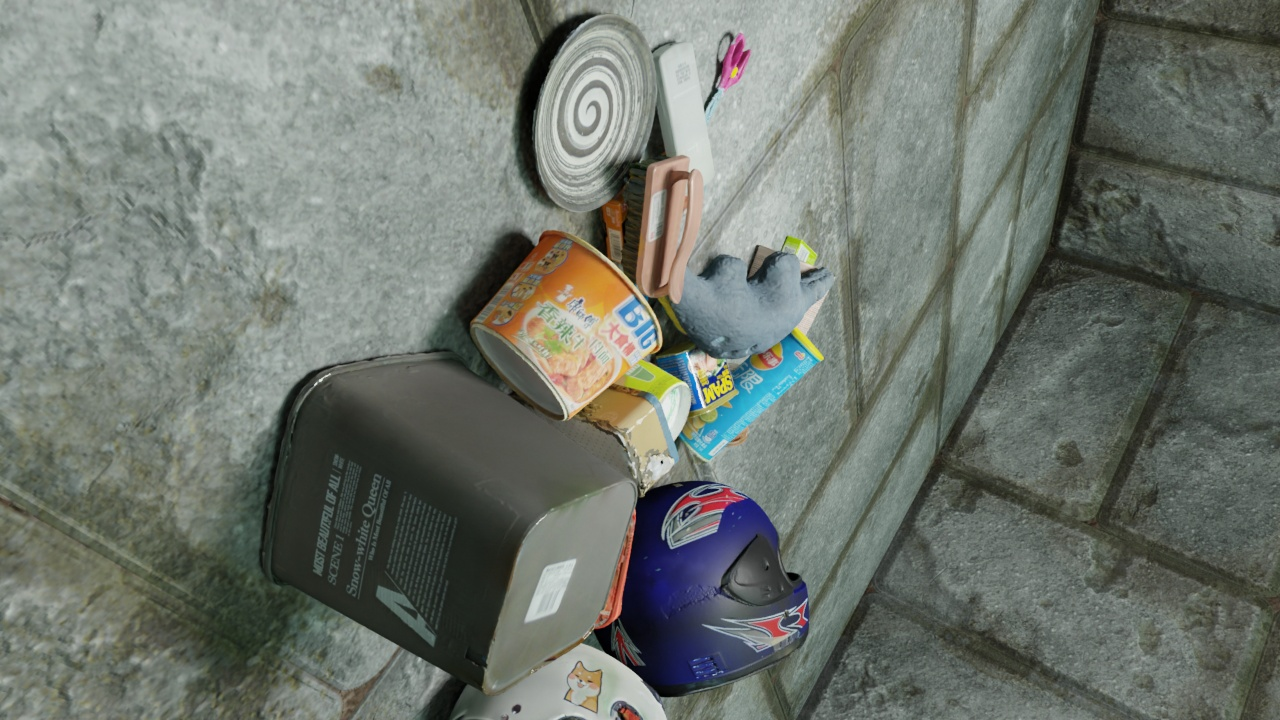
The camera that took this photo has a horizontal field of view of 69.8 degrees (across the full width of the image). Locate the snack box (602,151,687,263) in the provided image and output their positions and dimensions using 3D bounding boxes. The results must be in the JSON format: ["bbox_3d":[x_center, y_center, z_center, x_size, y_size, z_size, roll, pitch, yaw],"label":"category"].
[{"bbox_3d":[0.016,-0.172,0.978,0.153,0.026,0.075,-43,144,-37],"label":"snack box"}]

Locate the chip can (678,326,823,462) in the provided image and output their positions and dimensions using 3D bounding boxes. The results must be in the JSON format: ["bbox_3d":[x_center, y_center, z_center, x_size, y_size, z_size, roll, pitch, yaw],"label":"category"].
[{"bbox_3d":[0.142,0.042,1.224,0.210,0.071,0.071,-44,155,12],"label":"chip can"}]

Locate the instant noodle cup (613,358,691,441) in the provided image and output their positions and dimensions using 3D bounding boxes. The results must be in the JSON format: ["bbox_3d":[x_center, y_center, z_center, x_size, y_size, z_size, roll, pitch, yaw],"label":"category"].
[{"bbox_3d":[-0.016,0.038,0.976,0.111,0.123,0.112,-39,141,-40],"label":"instant noodle cup"}]

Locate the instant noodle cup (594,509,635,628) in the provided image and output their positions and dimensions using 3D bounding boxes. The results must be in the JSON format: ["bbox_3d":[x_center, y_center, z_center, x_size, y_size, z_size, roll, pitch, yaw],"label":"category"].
[{"bbox_3d":[-0.101,0.178,0.919,0.079,0.189,0.165,-82,-177,-66],"label":"instant noodle cup"}]

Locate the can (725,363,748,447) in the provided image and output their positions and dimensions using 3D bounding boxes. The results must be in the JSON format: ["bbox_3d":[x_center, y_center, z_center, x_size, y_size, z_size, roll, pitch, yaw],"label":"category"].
[{"bbox_3d":[0.128,0.065,1.316,0.058,0.058,0.116,-41,142,-40],"label":"can"}]

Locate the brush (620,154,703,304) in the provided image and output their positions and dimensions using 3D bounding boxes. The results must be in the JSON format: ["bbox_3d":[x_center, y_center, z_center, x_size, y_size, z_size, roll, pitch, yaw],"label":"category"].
[{"bbox_3d":[0.022,-0.128,0.914,0.063,0.073,0.146,-30,135,-48],"label":"brush"}]

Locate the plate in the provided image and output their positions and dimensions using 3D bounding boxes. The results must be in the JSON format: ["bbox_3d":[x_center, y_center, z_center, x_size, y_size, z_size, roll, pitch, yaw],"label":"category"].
[{"bbox_3d":[-0.044,-0.225,0.839,0.178,0.024,0.180,-37,139,-41],"label":"plate"}]

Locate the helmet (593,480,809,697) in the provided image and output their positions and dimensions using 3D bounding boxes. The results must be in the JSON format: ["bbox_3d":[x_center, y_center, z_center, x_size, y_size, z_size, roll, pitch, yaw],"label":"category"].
[{"bbox_3d":[0.076,0.274,1.180,0.314,0.248,0.240,-5,84,-47],"label":"helmet"}]

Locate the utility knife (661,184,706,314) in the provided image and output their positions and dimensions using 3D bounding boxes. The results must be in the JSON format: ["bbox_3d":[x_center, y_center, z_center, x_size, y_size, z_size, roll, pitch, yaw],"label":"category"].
[{"bbox_3d":[0.050,-0.125,1.060,0.029,0.013,0.182,-31,147,-45],"label":"utility knife"}]

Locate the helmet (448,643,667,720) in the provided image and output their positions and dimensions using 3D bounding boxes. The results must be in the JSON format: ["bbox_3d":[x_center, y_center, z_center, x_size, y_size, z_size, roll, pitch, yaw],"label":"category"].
[{"bbox_3d":[-0.082,0.409,1.043,0.156,0.274,0.231,-86,-158,-44],"label":"helmet"}]

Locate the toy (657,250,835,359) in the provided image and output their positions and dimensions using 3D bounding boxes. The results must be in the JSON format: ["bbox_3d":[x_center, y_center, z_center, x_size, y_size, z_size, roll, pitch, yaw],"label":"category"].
[{"bbox_3d":[0.124,-0.069,1.108,0.355,0.091,0.138,-4,109,-44],"label":"toy"}]

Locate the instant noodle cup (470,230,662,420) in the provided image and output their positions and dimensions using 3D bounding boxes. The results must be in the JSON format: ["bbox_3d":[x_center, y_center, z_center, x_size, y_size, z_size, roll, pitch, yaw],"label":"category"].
[{"bbox_3d":[-0.072,-0.025,0.822,0.111,0.151,0.151,-46,147,-19],"label":"instant noodle cup"}]

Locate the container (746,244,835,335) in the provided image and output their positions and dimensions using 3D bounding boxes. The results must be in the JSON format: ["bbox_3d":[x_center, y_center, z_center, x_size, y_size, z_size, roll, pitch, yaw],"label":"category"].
[{"bbox_3d":[0.196,-0.087,1.273,0.090,0.090,0.111,16,100,-45],"label":"container"}]

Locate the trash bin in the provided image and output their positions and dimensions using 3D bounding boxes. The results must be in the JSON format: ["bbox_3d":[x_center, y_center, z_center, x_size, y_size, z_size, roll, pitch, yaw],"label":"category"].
[{"bbox_3d":[-0.143,0.126,0.725,0.198,0.220,0.199,-11,121,-57],"label":"trash bin"}]

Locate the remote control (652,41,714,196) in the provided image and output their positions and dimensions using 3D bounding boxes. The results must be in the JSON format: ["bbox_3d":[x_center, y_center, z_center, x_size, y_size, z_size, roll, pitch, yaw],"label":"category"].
[{"bbox_3d":[0.042,-0.247,0.940,0.058,0.021,0.150,-38,127,-39],"label":"remote control"}]

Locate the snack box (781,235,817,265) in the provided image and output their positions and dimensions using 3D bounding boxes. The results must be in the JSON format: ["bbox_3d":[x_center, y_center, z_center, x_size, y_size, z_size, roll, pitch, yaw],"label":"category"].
[{"bbox_3d":[0.213,-0.100,1.372,0.085,0.026,0.156,18,95,-62],"label":"snack box"}]

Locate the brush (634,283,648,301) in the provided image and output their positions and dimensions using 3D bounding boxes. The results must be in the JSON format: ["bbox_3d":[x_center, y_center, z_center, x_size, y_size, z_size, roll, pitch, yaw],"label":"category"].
[{"bbox_3d":[-0.006,0.006,1.069,0.083,0.046,0.255,-22,125,-48],"label":"brush"}]

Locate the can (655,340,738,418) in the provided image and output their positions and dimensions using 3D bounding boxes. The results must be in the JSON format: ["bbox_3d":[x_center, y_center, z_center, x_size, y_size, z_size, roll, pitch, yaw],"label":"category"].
[{"bbox_3d":[0.071,0.019,1.152,0.101,0.057,0.083,-26,101,-51],"label":"can"}]

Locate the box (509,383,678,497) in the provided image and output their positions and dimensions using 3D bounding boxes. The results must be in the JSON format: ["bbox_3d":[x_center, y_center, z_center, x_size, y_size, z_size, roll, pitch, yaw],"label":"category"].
[{"bbox_3d":[-0.053,0.066,0.890,0.061,0.184,0.090,-38,127,-32],"label":"box"}]

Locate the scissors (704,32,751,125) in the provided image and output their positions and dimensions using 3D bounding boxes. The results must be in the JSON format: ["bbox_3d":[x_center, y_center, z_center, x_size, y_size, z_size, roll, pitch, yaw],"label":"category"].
[{"bbox_3d":[0.090,-0.295,1.030,0.137,0.017,0.073,-65,162,7],"label":"scissors"}]
